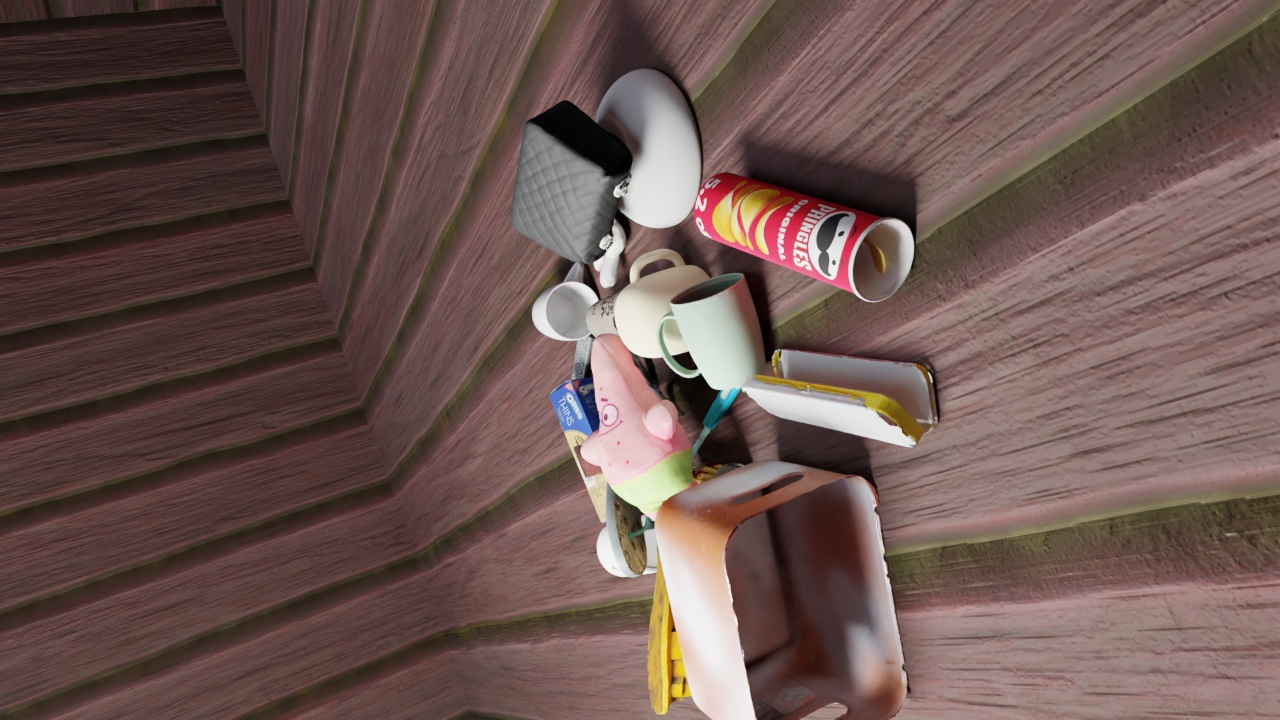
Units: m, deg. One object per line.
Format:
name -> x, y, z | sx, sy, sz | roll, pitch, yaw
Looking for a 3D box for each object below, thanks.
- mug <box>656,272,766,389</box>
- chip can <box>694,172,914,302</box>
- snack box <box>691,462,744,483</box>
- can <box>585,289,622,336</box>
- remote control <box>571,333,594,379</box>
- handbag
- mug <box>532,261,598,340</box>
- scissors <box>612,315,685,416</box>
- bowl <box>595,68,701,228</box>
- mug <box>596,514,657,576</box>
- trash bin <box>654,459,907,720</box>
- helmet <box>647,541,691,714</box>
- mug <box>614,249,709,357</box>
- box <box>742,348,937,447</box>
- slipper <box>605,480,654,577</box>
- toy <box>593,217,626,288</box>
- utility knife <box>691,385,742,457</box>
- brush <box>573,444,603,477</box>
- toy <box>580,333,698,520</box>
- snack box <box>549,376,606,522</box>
mug -> 0.072, -0.025, 0.963 | 0.111, 0.084, 0.104 | -14, 107, 23
chip can -> 0.137, -0.117, 0.823 | 0.221, 0.069, 0.069 | 32, 133, 51
snack box -> 0.079, 0.155, 1.086 | 0.121, 0.072, 0.072 | -11, 96, 62
can -> -0.018, -0.062, 1.157 | 0.136, 0.054, 0.054 | -15, 92, 63
remote control -> -0.088, 0.008, 1.366 | 0.033, 0.013, 0.137 | 51, 146, 35
handbag -> -0.063, -0.195, 1.008 | 0.125, 0.114, 0.154 | 37, 138, 14
mug -> -0.104, -0.084, 1.293 | 0.088, 0.081, 0.114 | 0, 75, 68
scissors -> -0.007, 0.007, 1.159 | 0.202, 0.015, 0.203 | 32, 153, 53
bowl -> -0.008, -0.231, 1.025 | 0.176, 0.066, 0.177 | 39, 138, 47
mug -> -0.005, 0.260, 1.290 | 0.105, 0.082, 0.082 | -31, 78, 61
trash bin -> 0.134, 0.241, 0.922 | 0.157, 0.181, 0.260 | 10, 115, 62
helmet -> 0.080, 0.312, 1.108 | 0.204, 0.131, 0.256 | -91, 3, -46
mug -> 0.021, -0.063, 1.034 | 0.096, 0.099, 0.120 | 0, 106, 61
box -> 0.182, 0.035, 0.857 | 0.210, 0.070, 0.067 | 9, 133, 60
slipper -> -0.007, 0.172, 1.209 | 0.268, 0.055, 0.098 | -99, -17, -50
toy -> -0.042, -0.155, 1.165 | 0.079, 0.038, 0.123 | -122, 28, -49
utility knife -> 0.083, 0.068, 1.086 | 0.022, 0.015, 0.177 | 60, 149, 24
brush -> -0.010, 0.113, 1.147 | 0.008, 0.143, 0.045 | 109, 144, -49
toy -> -0.005, 0.078, 1.052 | 0.193, 0.096, 0.236 | -34, 75, 53
snack box -> -0.060, 0.125, 1.324 | 0.057, 0.056, 0.206 | -34, 75, 40
